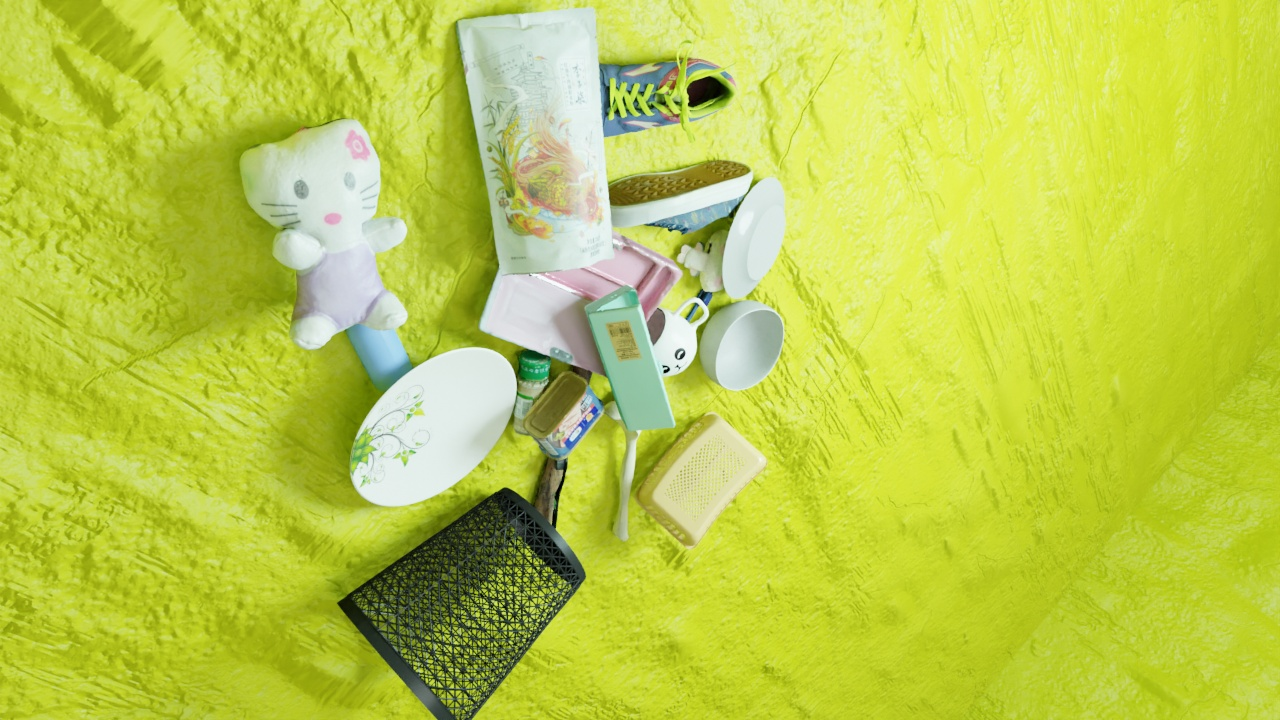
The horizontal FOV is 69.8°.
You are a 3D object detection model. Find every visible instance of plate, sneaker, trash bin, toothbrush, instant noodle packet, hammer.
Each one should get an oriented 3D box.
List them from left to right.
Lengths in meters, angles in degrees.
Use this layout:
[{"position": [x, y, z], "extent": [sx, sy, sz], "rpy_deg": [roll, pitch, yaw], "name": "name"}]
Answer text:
[{"position": [-0.248, 0.074, 1.091], "extent": [0.228, 0.030, 0.230], "rpy_deg": [-34, 146, -27], "name": "plate"}, {"position": [-0.212, 0.301, 1.157], "extent": [0.242, 0.217, 0.217], "rpy_deg": [-41, 134, -22], "name": "trash bin"}, {"position": [-0.103, -0.230, 0.984], "extent": [0.146, 0.057, 0.269], "rpy_deg": [-12, 110, -16], "name": "instant noodle packet"}, {"position": [-0.118, 0.204, 1.262], "extent": [0.017, 0.014, 0.188], "rpy_deg": [1, 115, -19], "name": "toothbrush"}, {"position": [-0.107, 0.091, 1.234], "extent": [0.119, 0.033, 0.331], "rpy_deg": [3, 113, -36], "name": "hammer"}, {"position": [0.005, -0.306, 1.047], "extent": [0.241, 0.091, 0.116], "rpy_deg": [-18, 127, -29], "name": "sneaker"}, {"position": [0.048, -0.019, 1.300], "extent": [0.016, 0.017, 0.190], "rpy_deg": [28, 96, -44], "name": "toothbrush"}, {"position": [0.046, -0.192, 1.156], "extent": [0.234, 0.087, 0.079], "rpy_deg": [-20, 131, -33], "name": "sneaker"}, {"position": [0.166, -0.165, 1.266], "extent": [0.172, 0.019, 0.173], "rpy_deg": [-40, 142, -41], "name": "plate"}]

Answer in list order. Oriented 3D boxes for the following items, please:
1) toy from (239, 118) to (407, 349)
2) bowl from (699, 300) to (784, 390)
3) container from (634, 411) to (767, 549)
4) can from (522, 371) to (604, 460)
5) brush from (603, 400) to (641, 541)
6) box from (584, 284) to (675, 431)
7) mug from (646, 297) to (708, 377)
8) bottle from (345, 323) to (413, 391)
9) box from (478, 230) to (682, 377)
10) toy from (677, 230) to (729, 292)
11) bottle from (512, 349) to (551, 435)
[{"position": [-0.302, -0.124, 0.894], "extent": [0.137, 0.086, 0.209], "rpy_deg": [-17, 110, -28], "name": "toy"}, {"position": [0.139, -0.028, 1.335], "extent": [0.131, 0.064, 0.132], "rpy_deg": [-19, 125, -30], "name": "bowl"}, {"position": [0.090, 0.178, 1.385], "extent": [0.183, 0.129, 0.167], "rpy_deg": [-48, 176, -6], "name": "container"}, {"position": [-0.097, 0.070, 1.157], "extent": [0.099, 0.054, 0.059], "rpy_deg": [-51, 145, -14], "name": "can"}, {"position": [-0.022, 0.158, 1.328], "extent": [0.077, 0.062, 0.273], "rpy_deg": [-17, 128, -26], "name": "brush"}, {"position": [-0.006, 0.009, 1.136], "extent": [0.077, 0.079, 0.189], "rpy_deg": [-28, 126, -18], "name": "box"}, {"position": [0.043, -0.034, 1.230], "extent": [0.124, 0.090, 0.076], "rpy_deg": [-44, 129, 15], "name": "mug"}, {"position": [-0.293, -0.028, 0.999], "extent": [0.048, 0.048, 0.131], "rpy_deg": [-33, 131, -20], "name": "bottle"}, {"position": [-0.076, -0.085, 1.125], "extent": [0.232, 0.055, 0.180], "rpy_deg": [24, 98, -39], "name": "box"}, {"position": [0.104, -0.136, 1.258], "extent": [0.112, 0.050, 0.087], "rpy_deg": [-8, 119, -50], "name": "toy"}, {"position": [-0.139, 0.043, 1.168], "extent": [0.042, 0.043, 0.110], "rpy_deg": [-10, 122, -35], "name": "bottle"}]
